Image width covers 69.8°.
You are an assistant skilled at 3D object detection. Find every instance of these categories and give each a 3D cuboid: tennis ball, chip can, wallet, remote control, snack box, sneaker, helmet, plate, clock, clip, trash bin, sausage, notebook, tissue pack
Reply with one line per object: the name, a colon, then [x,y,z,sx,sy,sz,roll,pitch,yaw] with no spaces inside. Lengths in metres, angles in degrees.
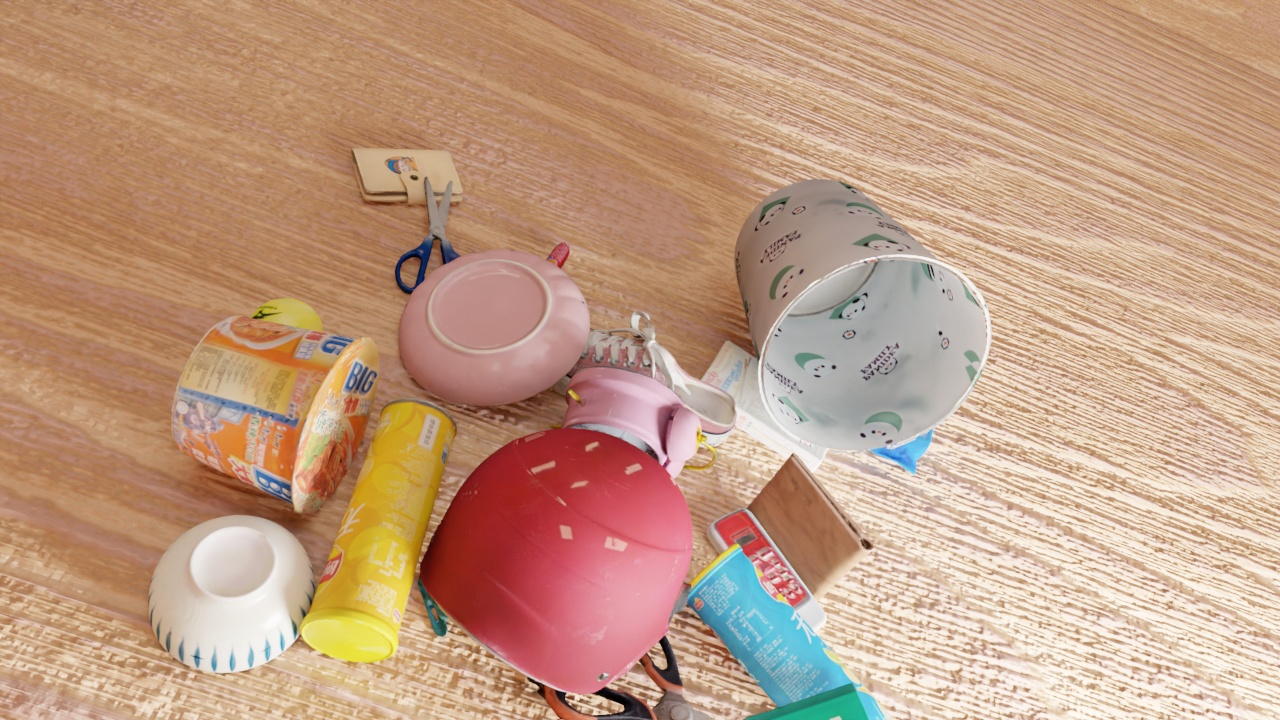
tennis ball: [-0.323,-0.024,0.834,0.065,0.066,0.065,13,47,-14]
chip can: [-0.207,0.131,0.747,0.072,0.072,0.212,17,47,-11]
wallet: [-0.267,-0.212,1.056,0.115,0.024,0.087,-4,56,-30]
remote control: [0.119,0.203,0.871,0.055,0.020,0.136,-17,60,-36]
snack box: [0.141,0.050,1.011,0.157,0.027,0.084,33,46,5]
sneaker: [-0.006,0.005,0.937,0.241,0.088,0.118,25,45,1]
helmet: [-0.046,0.133,0.753,0.207,0.144,0.239,34,37,16]
plate: [-0.147,-0.044,0.907,0.192,0.039,0.192,-1,54,1]
clock: [-0.002,0.067,0.870,0.158,0.117,0.059,20,59,-6]
clip: [-0.168,0.194,0.746,0.013,0.037,0.055,-9,48,-33]
trash bin: [0.213,-0.066,0.990,0.229,0.230,0.251,12,31,-15]
chip can: [0.129,0.260,0.791,0.071,0.071,0.210,-29,68,-40]
sausage: [-0.110,-0.086,1.020,0.020,0.020,0.155,26,45,-2]
notebook: [0.096,0.346,0.690,0.209,0.012,0.150,-15,56,-8]
tissue pack: [0.287,0.059,1.053,0.095,0.052,0.156,28,45,3]
wallet: [0.156,0.159,0.871,0.020,0.101,0.115,-19,60,-39]

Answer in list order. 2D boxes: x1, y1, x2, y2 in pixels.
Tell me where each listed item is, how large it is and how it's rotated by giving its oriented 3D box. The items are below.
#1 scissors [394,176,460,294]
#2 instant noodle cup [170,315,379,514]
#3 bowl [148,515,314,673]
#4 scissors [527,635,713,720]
scissors: [-0.230,-0.134,1.000,0.143,0.012,0.170,-26,71,-35]
instant noodle cup: [-0.295,0.037,0.746,0.111,0.152,0.151,18,46,2]
bowl: [-0.301,0.163,0.680,0.116,0.066,0.116,13,47,-14]
scissors: [0.012,0.272,0.730,0.224,0.015,0.188,6,39,-1]
